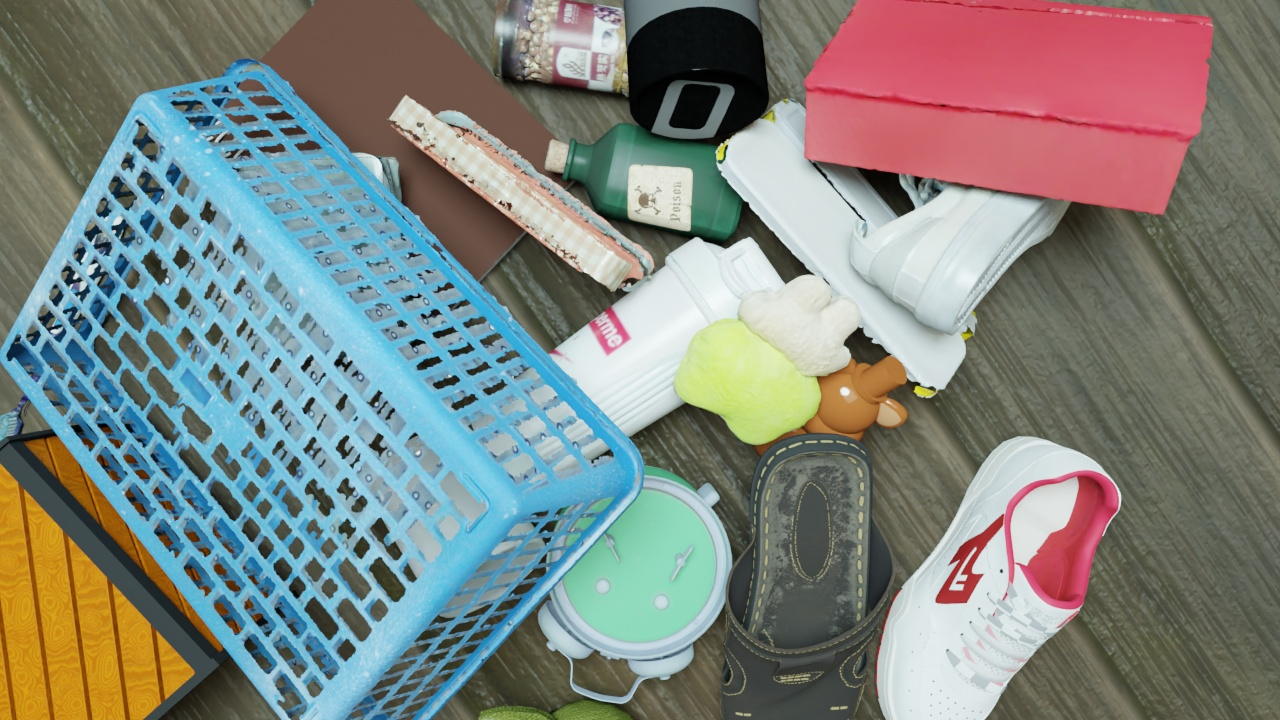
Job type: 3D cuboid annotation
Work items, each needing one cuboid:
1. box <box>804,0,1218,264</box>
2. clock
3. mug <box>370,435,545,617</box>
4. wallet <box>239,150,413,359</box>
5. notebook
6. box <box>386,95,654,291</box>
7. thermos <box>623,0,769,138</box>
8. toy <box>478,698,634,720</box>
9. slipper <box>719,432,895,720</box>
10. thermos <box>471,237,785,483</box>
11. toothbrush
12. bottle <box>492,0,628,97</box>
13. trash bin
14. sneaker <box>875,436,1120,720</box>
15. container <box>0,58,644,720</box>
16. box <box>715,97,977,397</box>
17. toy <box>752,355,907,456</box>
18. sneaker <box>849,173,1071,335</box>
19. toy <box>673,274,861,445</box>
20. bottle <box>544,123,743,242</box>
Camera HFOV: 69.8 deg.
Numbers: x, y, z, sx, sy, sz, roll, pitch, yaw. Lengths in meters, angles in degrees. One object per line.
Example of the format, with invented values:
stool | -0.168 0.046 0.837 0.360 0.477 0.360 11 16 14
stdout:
box | 0.218 -0.162 0.556 0.215 0.153 0.164 16 94 21
clock | -0.007 0.154 0.625 0.122 0.075 0.161 16 91 -3
mug | -0.127 0.115 0.610 0.078 0.112 0.097 -16 58 -41
wallet | -0.203 -0.069 0.597 0.100 0.054 0.132 -1 101 1
notebook | -0.173 -0.145 0.637 0.209 0.022 0.171 43 88 -3
box | -0.074 -0.104 0.579 0.187 0.082 0.042 39 98 11
thermos | 0.028 -0.260 0.574 0.082 0.082 0.240 -2 73 -3
toy | -0.051 0.307 0.625 0.179 0.078 0.152 23 86 -27
slipper | 0.106 0.172 0.599 0.113 0.075 0.268 2 115 -3
thermos | -0.004 0.004 0.612 0.220 0.099 0.099 -35 93 2
toothbrush | -0.402 -0.020 0.631 0.016 0.017 0.189 28 91 -2
bottle | -0.044 -0.214 0.622 0.105 0.056 0.056 7 91 -3
trash bin | -0.348 0.151 0.577 0.139 0.139 0.172 -41 93 -1
sneaker | 0.245 0.167 0.622 0.090 0.104 0.236 31 90 -3
container | -0.207 0.028 0.525 0.362 0.089 0.258 45 110 12
box | 0.143 -0.081 0.611 0.209 0.129 0.036 49 133 -3
toy | 0.121 0.028 0.604 0.095 0.128 0.065 43 45 -9
sneaker | 0.222 -0.111 0.595 0.091 0.090 0.241 36 54 24
toy | 0.079 -0.002 0.548 0.092 0.046 0.115 34 117 -17
bottle | 0.001 -0.123 0.619 0.131 0.061 0.061 12 92 -8
